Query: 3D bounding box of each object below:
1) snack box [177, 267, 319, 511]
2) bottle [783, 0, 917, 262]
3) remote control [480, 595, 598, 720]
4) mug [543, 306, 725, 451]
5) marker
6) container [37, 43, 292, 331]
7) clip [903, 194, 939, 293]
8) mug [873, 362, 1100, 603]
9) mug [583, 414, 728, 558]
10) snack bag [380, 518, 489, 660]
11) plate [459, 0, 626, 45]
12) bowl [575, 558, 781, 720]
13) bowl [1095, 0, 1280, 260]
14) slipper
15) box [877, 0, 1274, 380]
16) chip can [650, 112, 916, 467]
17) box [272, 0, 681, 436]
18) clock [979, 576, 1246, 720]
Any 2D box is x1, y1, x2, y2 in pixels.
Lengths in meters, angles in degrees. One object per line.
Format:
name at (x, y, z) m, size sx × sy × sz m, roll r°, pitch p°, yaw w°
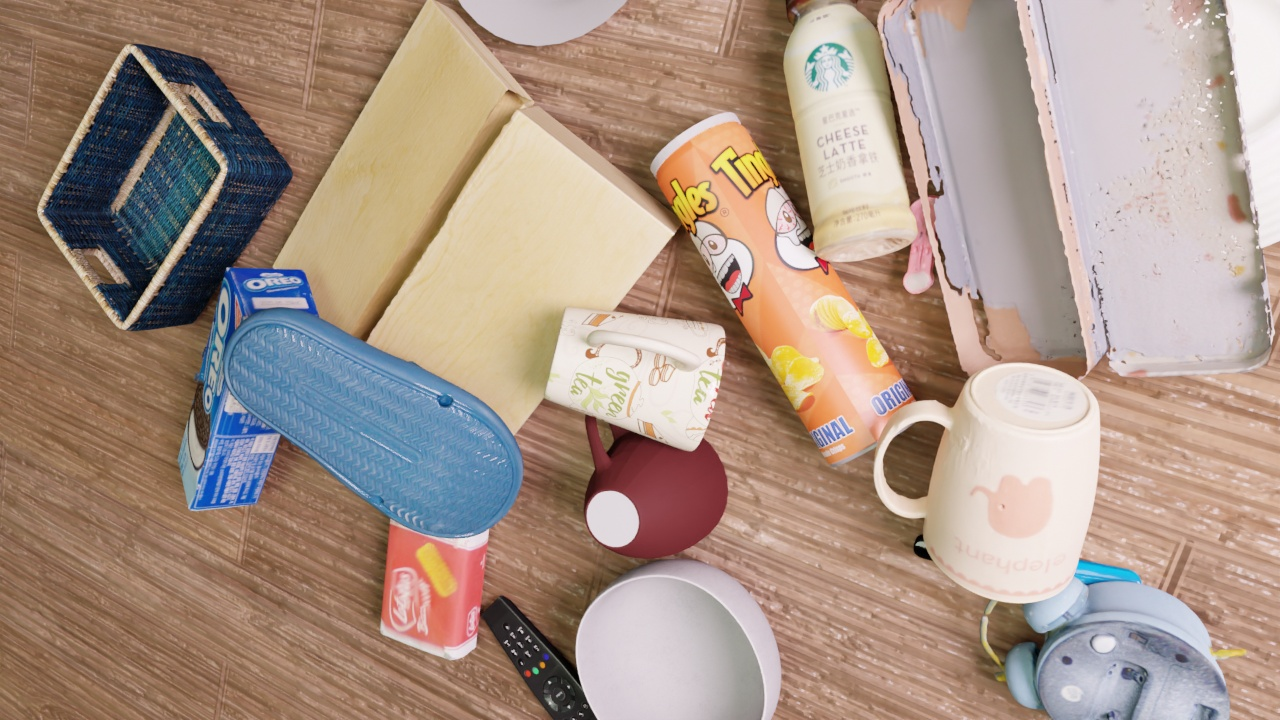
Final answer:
snack box at (-0.305, 0.028, 0.704) m, size 0.227 × 0.059 × 0.059 m, roll -55°, pitch 50°, yaw 37°
bottle at (0.114, -0.140, 0.519) m, size 0.057 × 0.056 × 0.162 m, roll -12°, pitch 82°, yaw 25°
remote control at (-0.072, 0.231, 0.686) m, size 0.124 × 0.010 × 0.039 m, roll 48°, pitch 113°, yaw 12°
mug at (-0.003, 0.003, 0.548) m, size 0.097 × 0.122 × 0.081 m, roll 14°, pitch 80°, yaw -6°
marker at (0.222, 0.120, 0.534) m, size 0.123 × 0.015 × 0.018 m, roll 7°, pitch 104°, yaw 23°
container at (-0.389, -0.136, 0.749) m, size 0.188 × 0.071 × 0.145 m, roll -45°, pitch 78°, yaw 23°
clip at (0.165, -0.068, 0.535) m, size 0.022 × 0.035 × 0.058 m, roll 12°, pitch 107°, yaw 19°
mug at (0.181, 0.058, 0.484) m, size 0.111 × 0.085 × 0.104 m, roll 8°, pitch 126°, yaw 16°
mug at (-0.006, 0.079, 0.592) m, size 0.087 × 0.088 × 0.114 m, roll -34°, pitch 82°, yaw 24°
snack bag at (-0.158, 0.164, 0.703) m, size 0.077 × 0.036 × 0.116 m, roll 13°, pitch 102°, yaw 22°
plate at (-0.057, -0.296, 0.604) m, size 0.173 × 0.019 × 0.173 m, roll 3°, pitch 98°, yaw 24°
bowl at (0.029, 0.194, 0.605) m, size 0.132 × 0.064 × 0.132 m, roll 3°, pitch 98°, yaw 24°
bowl at (0.274, -0.136, 0.445) m, size 0.177 × 0.070 × 0.177 m, roll 4°, pitch 99°, yaw 25°
slipper at (-0.170, 0.037, 0.610) m, size 0.213 × 0.059 × 0.104 m, roll 37°, pitch 105°, yaw -16°
box at (0.207, -0.090, 0.445) m, size 0.149 × 0.042 × 0.216 m, roll 2°, pitch 116°, yaw 52°
chip can at (0.085, -0.043, 0.549) m, size 0.062 × 0.062 × 0.210 m, roll -34°, pitch 83°, yaw 24°
box at (-0.136, -0.077, 0.644) m, size 0.261 × 0.096 × 0.248 m, roll 47°, pitch 112°, yaw 19°
clock at (0.250, 0.162, 0.498) m, size 0.125 × 0.051 × 0.089 m, roll 14°, pitch 118°, yaw 21°
